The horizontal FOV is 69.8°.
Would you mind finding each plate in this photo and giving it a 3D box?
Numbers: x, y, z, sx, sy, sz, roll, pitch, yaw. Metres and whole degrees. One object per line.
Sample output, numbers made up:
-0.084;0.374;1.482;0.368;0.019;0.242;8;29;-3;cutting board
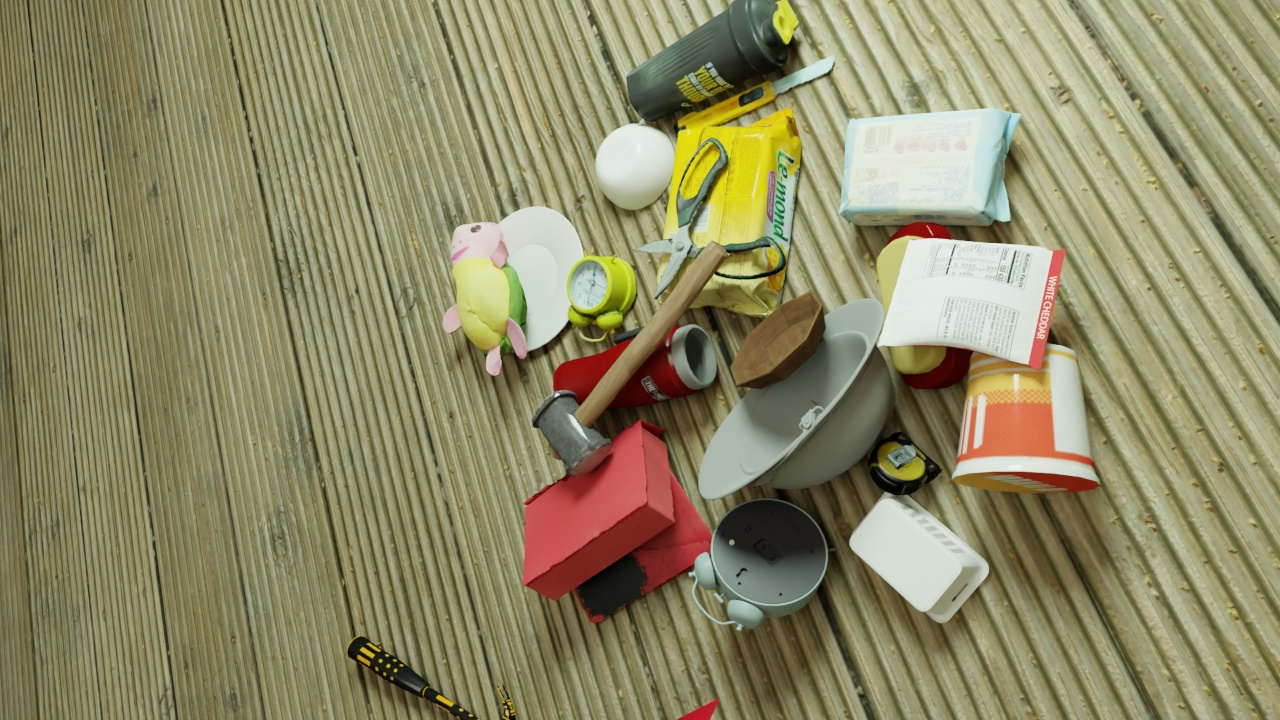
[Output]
-0.159;-0.114;1.296;0.209;0.015;0.208;-6;79;34;plate
0.154;-0.018;0.995;0.131;0.025;0.131;-43;17;16;plate

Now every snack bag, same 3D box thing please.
0.100;-0.177;1.098;0.160;0.068;0.247;5;85;36;snack bag
0.309;-0.060;0.860;0.144;0.039;0.130;9;64;28;snack bag

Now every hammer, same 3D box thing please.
-0.300;0.462;1.290;0.321;0.036;0.123;17;91;33;hammer
-0.008;-0.003;1.052;0.329;0.052;0.098;-50;64;23;hammer

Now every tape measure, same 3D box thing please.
0.267;0.107;0.943;0.061;0.061;0.034;45;152;30;tape measure

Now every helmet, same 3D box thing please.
0.190;0.070;0.965;0.271;0.117;0.183;-49;16;11;helmet

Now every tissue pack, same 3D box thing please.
0.300;-0.200;0.964;0.182;0.070;0.112;6;86;33;tissue pack

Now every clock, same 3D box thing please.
-0.053;-0.083;1.195;0.083;0.057;0.119;10;94;35;clock
0.127;0.219;0.980;0.159;0.045;0.122;-34;59;-19;clock

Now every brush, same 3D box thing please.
0.285;-0.056;0.943;0.082;0.041;0.173;147;120;-63;brush

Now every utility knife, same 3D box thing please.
0.135;-0.323;1.132;0.225;0.019;0.030;-17;82;28;utility knife

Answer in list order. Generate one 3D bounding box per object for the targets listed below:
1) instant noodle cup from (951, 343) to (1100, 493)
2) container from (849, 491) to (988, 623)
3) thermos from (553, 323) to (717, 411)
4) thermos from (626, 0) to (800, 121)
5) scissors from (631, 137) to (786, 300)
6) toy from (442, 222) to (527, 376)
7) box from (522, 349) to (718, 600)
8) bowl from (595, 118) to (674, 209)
0.358;0.054;0.858;0.124;0.123;0.121;-4;72;34;instant noodle cup
0.274;0.196;0.928;0.129;0.049;0.081;43;106;32;container
-0.007;0.007;1.137;0.199;0.084;0.107;-16;47;34;thermos
0.087;-0.371;1.129;0.221;0.098;0.098;-18;72;37;thermos
0.087;-0.146;1.051;0.204;0.015;0.202;29;97;30;scissors
-0.208;-0.089;1.262;0.191;0.087;0.238;-50;52;40;toy
-0.007;0.132;1.260;0.215;0.477;0.171;-38;87;24;box
-0.016;-0.259;1.200;0.115;0.050;0.114;-6;79;34;bowl
